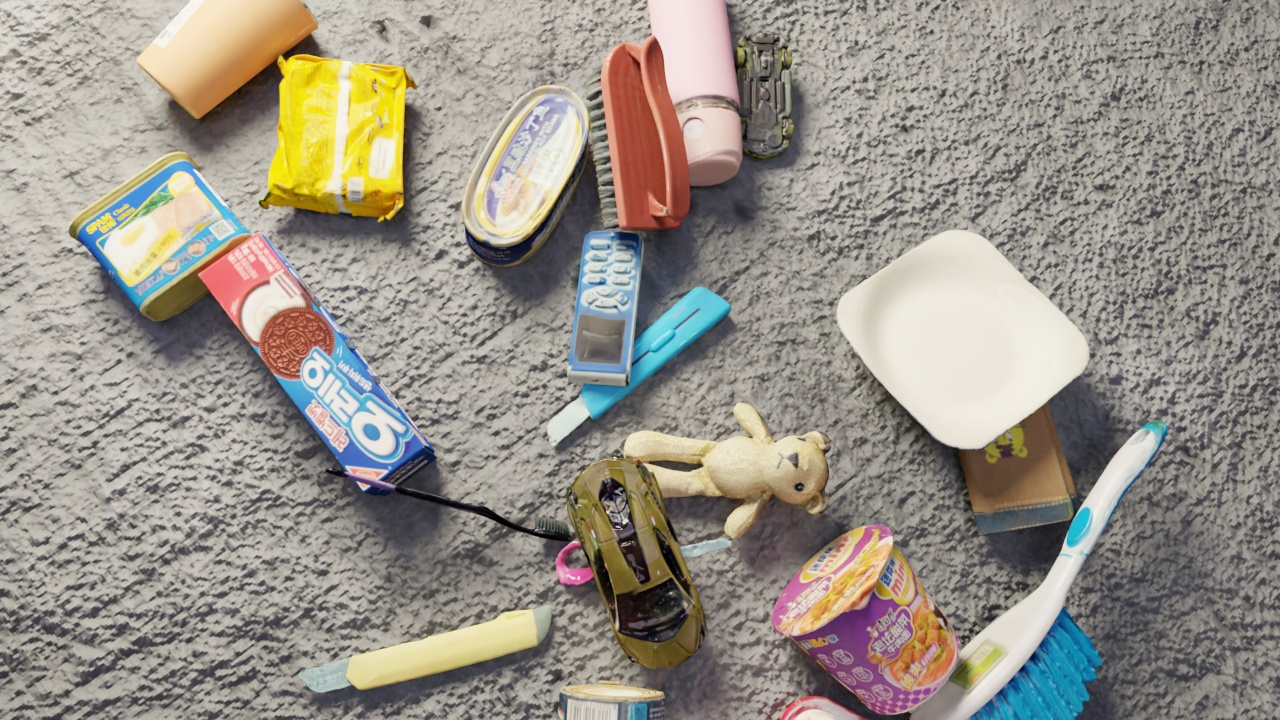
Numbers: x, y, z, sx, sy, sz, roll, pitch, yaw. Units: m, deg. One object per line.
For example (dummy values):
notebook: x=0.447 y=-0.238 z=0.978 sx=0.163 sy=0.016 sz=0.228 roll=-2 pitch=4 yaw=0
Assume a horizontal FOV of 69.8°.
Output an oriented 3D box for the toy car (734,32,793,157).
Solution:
toy car: x=0.103 y=-0.225 z=0.784 sx=0.048 sy=0.032 sz=0.105 roll=-1 pitch=89 yaw=-7

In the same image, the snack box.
snack box: x=-0.236 y=0.004 z=0.680 sx=0.058 sy=0.057 sz=0.207 roll=-38 pitch=85 yaw=-10

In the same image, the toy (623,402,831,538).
toy: x=0.064 y=0.080 z=0.695 sx=0.157 sy=0.066 sz=0.105 roll=1 pitch=70 yaw=10

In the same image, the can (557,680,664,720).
can: x=-0.022 y=0.283 z=0.633 sx=0.075 sy=0.075 sz=0.111 roll=4 pitch=77 yaw=-6

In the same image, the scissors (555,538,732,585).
scissors: x=0.004 y=0.156 z=0.686 sx=0.133 sy=0.017 sz=0.134 roll=-14 pitch=89 yaw=4

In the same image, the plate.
plate: x=0.254 y=-0.016 z=0.739 sx=0.164 sy=0.034 sz=0.163 roll=-32 pitch=68 yaw=-15

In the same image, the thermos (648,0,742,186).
thermos: x=0.036 y=-0.245 z=0.768 sx=0.087 sy=0.067 sz=0.198 roll=-10 pitch=79 yaw=24

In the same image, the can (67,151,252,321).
can: x=-0.353 y=-0.091 z=0.688 sx=0.102 sy=0.057 sz=0.083 roll=-40 pitch=87 yaw=-13

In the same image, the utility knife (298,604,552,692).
utility knife: x=-0.152 y=0.211 z=0.663 sx=0.183 sy=0.019 sz=0.031 roll=-10 pitch=75 yaw=-15

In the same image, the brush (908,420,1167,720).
brush: x=0.316 y=0.184 z=0.688 sx=0.314 sy=0.060 sz=0.109 roll=-40 pitch=100 yaw=-12

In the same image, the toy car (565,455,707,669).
toy car: x=-0.001 y=0.146 z=0.659 sx=0.070 sy=0.042 sz=0.158 roll=-22 pitch=88 yaw=-1

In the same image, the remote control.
remote control: x=-0.026 y=-0.042 z=0.725 sx=0.049 sy=0.024 sz=0.124 roll=4 pitch=72 yaw=8

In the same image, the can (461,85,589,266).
can: x=-0.090 y=-0.148 z=0.734 sx=0.074 sy=0.049 sz=0.148 roll=27 pitch=76 yaw=0

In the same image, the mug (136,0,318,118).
mug: x=-0.326 y=-0.253 z=0.719 sx=0.078 sy=0.078 sz=0.122 roll=42 pitch=80 yaw=4

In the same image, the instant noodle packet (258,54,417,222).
instant noodle packet: x=-0.237 y=-0.174 z=0.726 sx=0.110 sy=0.044 sz=0.128 roll=4 pitch=79 yaw=-7

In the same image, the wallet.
wallet: x=0.301 y=0.078 z=0.740 sx=0.090 sy=0.033 sz=0.115 roll=-9 pitch=75 yaw=-8

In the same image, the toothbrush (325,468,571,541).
toothbrush: x=-0.133 y=0.102 z=0.661 sx=0.189 sy=0.014 sz=0.016 roll=21 pitch=61 yaw=-24

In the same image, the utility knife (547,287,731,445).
utility knife: x=-0.004 y=0.004 z=0.727 sx=0.182 sy=0.018 sz=0.034 roll=-40 pitch=85 yaw=-12

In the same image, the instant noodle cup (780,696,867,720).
instant noodle cup: x=0.145 y=0.305 z=0.623 sx=0.116 sy=0.124 sz=0.116 roll=29 pitch=76 yaw=0

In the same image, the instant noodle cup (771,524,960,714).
instant noodle cup: x=0.167 y=0.192 z=0.665 sx=0.111 sy=0.112 sz=0.099 roll=-41 pitch=94 yaw=-13

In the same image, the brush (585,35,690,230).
brush: x=0.001 y=-0.174 z=0.713 sx=0.063 sy=0.069 sz=0.146 roll=-9 pitch=92 yaw=-45
